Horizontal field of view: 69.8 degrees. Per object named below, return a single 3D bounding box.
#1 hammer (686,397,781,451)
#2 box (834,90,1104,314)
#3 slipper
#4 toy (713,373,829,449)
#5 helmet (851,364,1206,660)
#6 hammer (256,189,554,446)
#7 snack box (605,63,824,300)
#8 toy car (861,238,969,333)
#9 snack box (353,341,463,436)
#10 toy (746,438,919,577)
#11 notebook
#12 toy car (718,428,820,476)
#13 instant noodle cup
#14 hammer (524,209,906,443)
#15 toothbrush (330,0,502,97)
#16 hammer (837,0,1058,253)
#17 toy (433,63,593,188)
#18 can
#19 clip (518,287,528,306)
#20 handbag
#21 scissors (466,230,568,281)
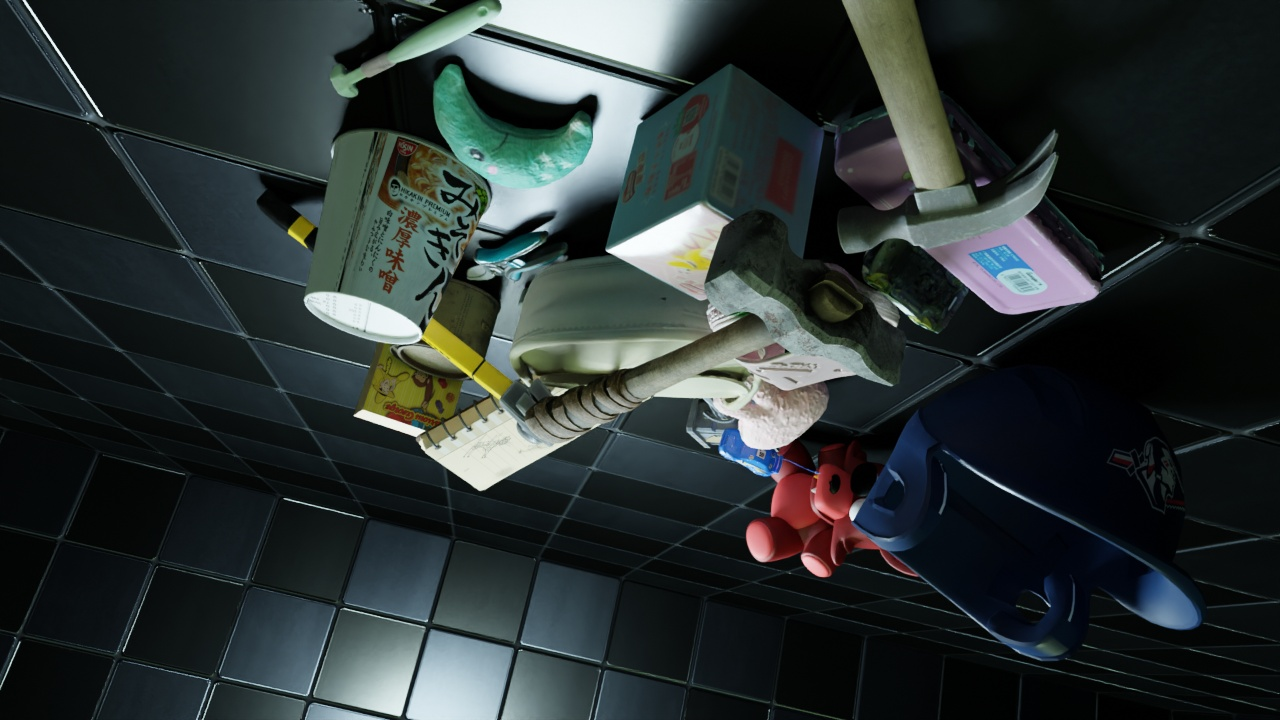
[{"bbox_3d":[0.045,0.012,0.922,0.099,0.044,0.322,0,154,31],"label":"hammer"},{"bbox_3d":[0.205,-0.090,0.561,0.214,0.033,0.077,28,153,-35],"label":"box"},{"bbox_3d":[0.125,-0.015,0.647,0.094,0.064,0.239,-19,168,29],"label":"slipper"},{"bbox_3d":[0.127,0.043,0.906,0.105,0.053,0.109,28,130,-29],"label":"toy"},{"bbox_3d":[0.329,0.116,0.742,0.232,0.223,0.272,38,-179,-22],"label":"helmet"},{"bbox_3d":[-0.192,-0.037,0.780,0.324,0.034,0.170,38,167,-1],"label":"hammer"},{"bbox_3d":[0.044,-0.100,0.543,0.079,0.092,0.095,25,156,-30],"label":"snack box"},{"bbox_3d":[0.188,-0.059,0.637,0.105,0.048,0.033,29,-174,-40],"label":"toy car"},{"bbox_3d":[-0.231,0.010,0.952,0.088,0.125,0.040,22,158,-24],"label":"snack box"},{"bbox_3d":[0.226,0.161,1.031,0.198,0.158,0.120,-8,145,42],"label":"toy"},{"bbox_3d":[-0.104,0.056,0.953,0.225,0.024,0.167,-29,154,0],"label":"notebook"},{"bbox_3d":[0.135,0.100,0.963,0.092,0.033,0.062,29,159,-27],"label":"toy car"},{"bbox_3d":[-0.187,-0.085,0.681,0.123,0.121,0.124,11,160,4],"label":"instant noodle cup"},{"bbox_3d":[0.016,0.008,0.586,0.121,0.048,0.320,33,148,-23],"label":"hammer"},{"bbox_3d":[-0.135,-0.184,0.541,0.155,0.015,0.022,-6,121,40],"label":"toothbrush"},{"bbox_3d":[0.102,-0.161,0.401,0.120,0.030,0.331,-5,144,30],"label":"hammer"},{"bbox_3d":[-0.087,-0.145,0.597,0.105,0.033,0.085,18,149,-10],"label":"toy"},{"bbox_3d":[-0.190,-0.030,0.897,0.090,0.074,0.090,11,160,4],"label":"can"},{"bbox_3d":[-0.078,-0.045,0.865,0.076,0.023,0.044,30,155,-35],"label":"clip"},{"bbox_3d":[-0.004,0.004,0.761,0.229,0.131,0.184,7,152,13],"label":"handbag"},{"bbox_3d":[-0.116,-0.088,0.781,0.136,0.019,0.138,9,161,16],"label":"scissors"}]
